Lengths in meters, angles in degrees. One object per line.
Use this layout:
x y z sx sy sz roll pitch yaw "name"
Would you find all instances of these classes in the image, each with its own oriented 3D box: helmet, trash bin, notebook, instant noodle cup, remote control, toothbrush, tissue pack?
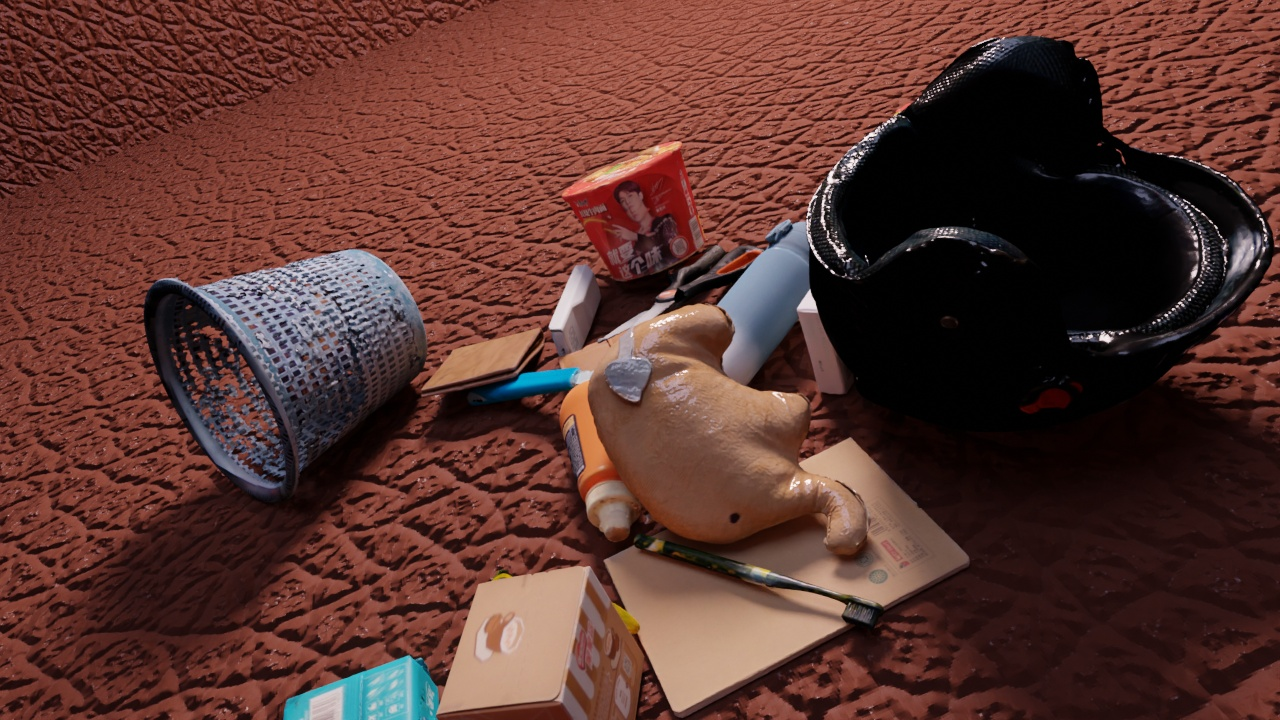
0.248 -0.062 0.621 0.275 0.230 0.232 14 56 18 "helmet"
-0.326 -0.007 0.893 0.227 0.227 0.194 11 32 39 "trash bin"
0.090 0.136 0.620 0.207 0.008 0.147 -26 34 -7 "notebook"
0.000 -0.154 0.973 0.138 0.108 0.137 -22 18 7 "instant noodle cup"
-0.065 -0.048 0.931 0.024 0.049 0.124 -5 36 17 "remote control"
0.070 0.142 0.603 0.186 0.012 0.017 9 54 37 "toothbrush"
-0.169 0.251 0.559 0.093 0.050 0.133 -20 33 -2 "tissue pack"

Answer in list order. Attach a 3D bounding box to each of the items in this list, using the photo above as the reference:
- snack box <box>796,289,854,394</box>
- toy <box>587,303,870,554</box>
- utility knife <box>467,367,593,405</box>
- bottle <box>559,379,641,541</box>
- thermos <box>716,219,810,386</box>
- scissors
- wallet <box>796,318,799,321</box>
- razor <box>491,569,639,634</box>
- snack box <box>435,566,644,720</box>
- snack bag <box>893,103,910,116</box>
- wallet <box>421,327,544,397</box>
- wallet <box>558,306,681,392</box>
0.181 -0.052 0.769 0.027 0.085 0.156 4 40 36 "snack box"
0.056 0.064 0.649 0.143 0.082 0.226 -43 69 5 "toy"
-0.085 0.021 0.833 0.204 0.018 0.034 -9 27 42 "utility knife"
-0.027 0.080 0.722 0.067 0.067 0.149 -18 41 5 "bottle"
0.091 -0.033 0.784 0.070 0.070 0.220 15 55 42 "thermos"
0.047 -0.067 0.877 0.161 0.022 0.233 -9 22 16 "scissors"
0.148 -0.065 0.863 0.115 0.024 0.087 -10 33 18 "wallet"
-0.058 0.169 0.632 0.133 0.028 0.043 2 36 35 "razor"
-0.054 0.191 0.540 0.077 0.094 0.092 -13 34 18 "snack box"
0.312 -0.187 0.916 0.128 0.073 0.207 -23 38 5 "snack bag"
-0.154 0.003 0.911 0.101 0.020 0.115 -14 17 12 "wallet"
-0.005 0.005 0.842 0.132 0.031 0.107 -21 35 -3 "wallet"
